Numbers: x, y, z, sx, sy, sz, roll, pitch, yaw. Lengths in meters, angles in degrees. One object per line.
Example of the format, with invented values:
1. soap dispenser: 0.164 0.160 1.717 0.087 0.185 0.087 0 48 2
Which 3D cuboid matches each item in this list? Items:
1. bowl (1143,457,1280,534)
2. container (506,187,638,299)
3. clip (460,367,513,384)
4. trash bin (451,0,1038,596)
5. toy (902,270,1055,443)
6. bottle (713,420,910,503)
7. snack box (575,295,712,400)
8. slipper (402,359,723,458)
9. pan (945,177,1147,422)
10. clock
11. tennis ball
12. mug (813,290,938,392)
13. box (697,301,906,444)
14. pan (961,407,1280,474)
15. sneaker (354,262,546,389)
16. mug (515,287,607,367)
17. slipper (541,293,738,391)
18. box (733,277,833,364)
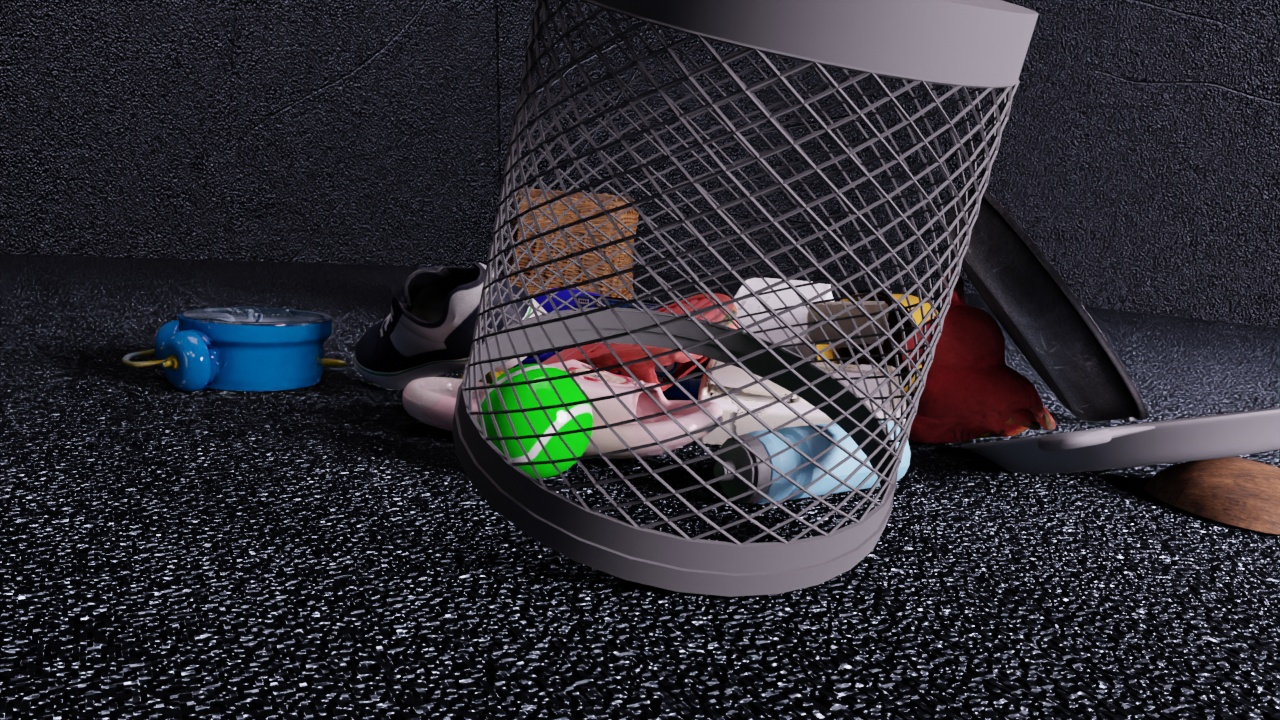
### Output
1. bowl: 0.363 0.075 0.545 0.102 0.026 0.114 2 8 -11
2. container: -0.086 -0.124 1.180 0.162 0.183 0.249 6 9 4
3. clip: -0.122 0.012 0.745 0.044 0.054 0.049 -25 -3 -31
4. trash bin: 0.038 -0.057 0.408 0.217 0.228 0.217 10 27 -5
5. toy: 0.247 -0.003 0.658 0.087 0.133 0.094 -20 15 -41
6. bottle: 0.095 0.057 0.517 0.129 0.040 0.040 -2 10 -33
7. snack box: 0.006 -0.012 0.812 0.150 0.082 0.027 8 11 34
8. slipper: -0.053 0.028 0.609 0.222 0.056 0.106 5 6 18
9. pan: 0.307 -0.008 0.659 0.356 0.055 0.187 34 26 -50
10. clock: -0.332 -0.011 0.750 0.161 0.060 0.117 -3 11 -30
11. tennis ball: -0.059 0.034 0.520 0.065 0.065 0.065 3 8 -1
12. mug: 0.220 -0.008 0.863 0.124 0.100 0.094 -40 -20 31
13. box: 0.121 -0.005 0.685 0.143 0.070 0.186 4 24 8
14. pan: 0.272 0.047 0.509 0.217 0.024 0.353 -12 -9 35
15. sneaker: -0.171 -0.034 0.720 0.236 0.084 0.079 -7 -46 47
16. mug: -0.075 -0.021 0.899 0.111 0.079 0.084 -32 24 -23
17. slipper: -0.004 0.004 0.720 0.103 0.059 0.249 -33 11 -31
18. box: 0.163 -0.016 0.988 0.109 0.136 0.120 11 53 36
